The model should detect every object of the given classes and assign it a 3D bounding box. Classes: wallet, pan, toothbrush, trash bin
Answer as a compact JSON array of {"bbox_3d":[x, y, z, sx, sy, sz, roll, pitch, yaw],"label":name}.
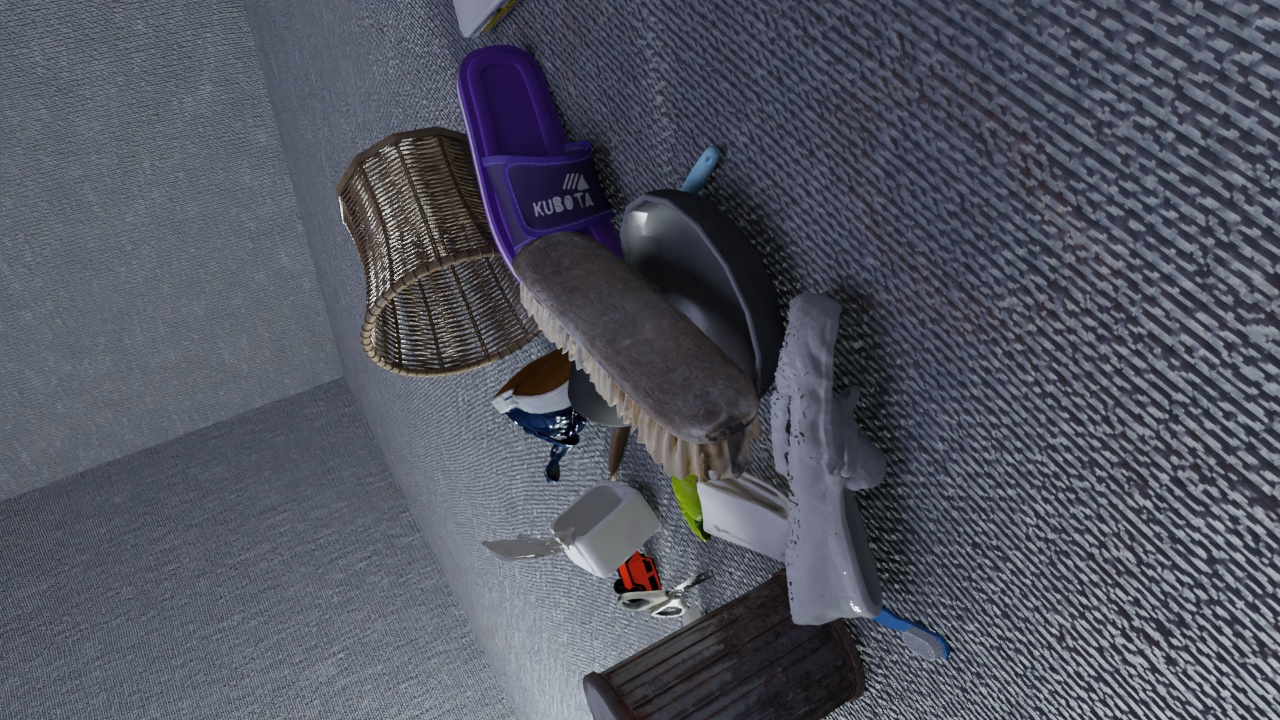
[{"bbox_3d":[0.089,0.122,0.737,0.086,0.032,0.116,25,156,17],"label":"wallet"},{"bbox_3d":[0.065,0.022,0.744,0.178,0.041,0.358,39,150,47],"label":"pan"},{"bbox_3d":[-0.030,0.118,1.070,0.016,0.016,0.167,55,155,27],"label":"toothbrush"},{"bbox_3d":[0.032,-0.122,0.713,0.022,0.016,0.155,33,155,-2],"label":"toothbrush"},{"bbox_3d":[0.169,0.189,0.693,0.167,0.014,0.016,11,120,64],"label":"toothbrush"},{"bbox_3d":[0.060,0.273,0.746,0.131,0.210,0.131,52,157,33],"label":"trash bin"}]

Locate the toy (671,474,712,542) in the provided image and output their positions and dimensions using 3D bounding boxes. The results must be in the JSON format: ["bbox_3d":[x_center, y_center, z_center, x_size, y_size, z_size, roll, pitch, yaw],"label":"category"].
[{"bbox_3d":[0.050,0.125,0.872,0.094,0.036,0.094,90,162,-64],"label":"toy"}]

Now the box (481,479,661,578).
[{"bbox_3d":[-0.075,0.202,1.027,0.111,0.190,0.083,0,109,63],"label":"box"}]

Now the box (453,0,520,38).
[{"bbox_3d":[-0.134,-0.357,0.853,0.210,0.033,0.064,6,114,64],"label":"box"}]

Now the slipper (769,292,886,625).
[{"bbox_3d":[0.126,0.073,0.612,0.112,0.074,0.247,-86,-13,-67],"label":"slipper"}]

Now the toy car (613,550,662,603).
[{"bbox_3d":[-0.010,0.246,1.098,0.051,0.048,0.100,5,115,66],"label":"toy car"}]

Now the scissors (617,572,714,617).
[{"bbox_3d":[0.025,0.256,1.009,0.170,0.132,0.012,80,-166,-59],"label":"scissors"}]

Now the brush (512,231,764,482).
[{"bbox_3d":[-0.009,-0.015,0.690,0.271,0.083,0.057,45,153,39],"label":"brush"}]

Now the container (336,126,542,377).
[{"bbox_3d":[-0.225,-0.123,1.033,0.227,0.226,0.196,108,142,-57],"label":"container"}]

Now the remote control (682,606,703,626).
[{"bbox_3d":[0.066,0.312,0.958,0.138,0.025,0.060,-99,-8,-79],"label":"remote control"}]

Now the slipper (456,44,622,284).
[{"bbox_3d":[-0.090,-0.177,0.828,0.266,0.107,0.084,69,158,9],"label":"slipper"}]

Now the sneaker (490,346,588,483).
[{"bbox_3d":[-0.091,0.060,1.071,0.127,0.120,0.295,47,161,-8],"label":"sneaker"}]

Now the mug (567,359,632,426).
[{"bbox_3d":[-0.005,0.005,0.847,0.119,0.084,0.100,26,129,15],"label":"mug"}]
